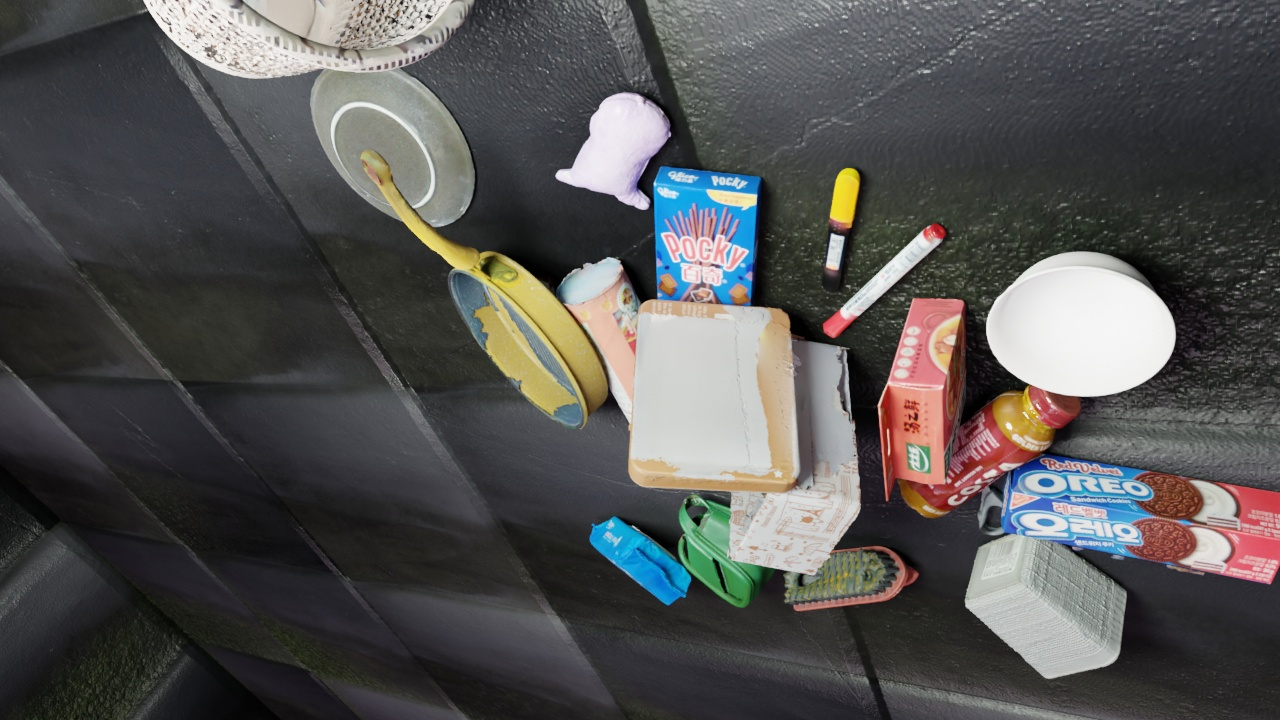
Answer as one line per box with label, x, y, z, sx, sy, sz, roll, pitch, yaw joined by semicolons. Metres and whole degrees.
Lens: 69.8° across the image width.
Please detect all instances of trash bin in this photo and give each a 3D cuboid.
trash bin;-0.252;-0.293;0.640;0.192;0.226;0.227;-2;133;50

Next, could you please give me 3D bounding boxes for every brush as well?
brush;0.231;0.239;1.014;0.069;0.063;0.146;20;151;-40

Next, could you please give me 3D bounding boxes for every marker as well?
marker;0.158;-0.100;0.728;0.018;0.015;0.124;18;142;17
marker;0.195;-0.062;0.743;0.017;0.017;0.146;34;141;-4

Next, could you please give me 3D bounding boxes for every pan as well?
pan;-0.143;-0.061;0.839;0.198;0.078;0.358;31;154;38

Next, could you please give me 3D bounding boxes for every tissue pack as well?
tissue pack;-0.002;0.243;1.137;0.095;0.052;0.157;43;168;-18

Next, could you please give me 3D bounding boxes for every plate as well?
plate;-0.238;-0.196;0.863;0.179;0.024;0.180;17;140;15

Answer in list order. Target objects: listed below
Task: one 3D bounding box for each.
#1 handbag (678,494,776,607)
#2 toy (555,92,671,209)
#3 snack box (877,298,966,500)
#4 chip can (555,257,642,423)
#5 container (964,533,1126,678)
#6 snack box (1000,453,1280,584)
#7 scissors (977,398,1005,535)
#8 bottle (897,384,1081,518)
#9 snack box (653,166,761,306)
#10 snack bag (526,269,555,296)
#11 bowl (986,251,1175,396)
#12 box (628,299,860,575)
handbag;0.096;0.216;1.053;0.120;0.067;0.131;33;157;20
toy;-0.015;-0.169;0.742;0.084;0.038;0.108;18;139;-13
snack box;0.229;0.033;0.735;0.044;0.126;0.113;7;136;26
chip can;-0.005;0.005;0.895;0.071;0.071;0.215;-4;130;35
container;0.384;0.229;0.880;0.114;0.090;0.090;38;140;-6
snack box;0.416;0.129;0.771;0.208;0.057;0.058;9;132;21
scissors;0.317;0.106;0.852;0.160;0.014;0.170;-24;115;42
bottle;0.295;0.074;0.783;0.057;0.057;0.175;33;137;-4
snack box;0.056;-0.089;0.784;0.084;0.026;0.157;9;137;12
snack bag;-0.098;-0.052;0.926;0.048;0.026;0.104;21;140;28
bowl;0.315;-0.038;0.656;0.118;0.064;0.118;18;139;16
box;0.076;0.066;0.786;0.193;0.182;0.157;9;140;-3
